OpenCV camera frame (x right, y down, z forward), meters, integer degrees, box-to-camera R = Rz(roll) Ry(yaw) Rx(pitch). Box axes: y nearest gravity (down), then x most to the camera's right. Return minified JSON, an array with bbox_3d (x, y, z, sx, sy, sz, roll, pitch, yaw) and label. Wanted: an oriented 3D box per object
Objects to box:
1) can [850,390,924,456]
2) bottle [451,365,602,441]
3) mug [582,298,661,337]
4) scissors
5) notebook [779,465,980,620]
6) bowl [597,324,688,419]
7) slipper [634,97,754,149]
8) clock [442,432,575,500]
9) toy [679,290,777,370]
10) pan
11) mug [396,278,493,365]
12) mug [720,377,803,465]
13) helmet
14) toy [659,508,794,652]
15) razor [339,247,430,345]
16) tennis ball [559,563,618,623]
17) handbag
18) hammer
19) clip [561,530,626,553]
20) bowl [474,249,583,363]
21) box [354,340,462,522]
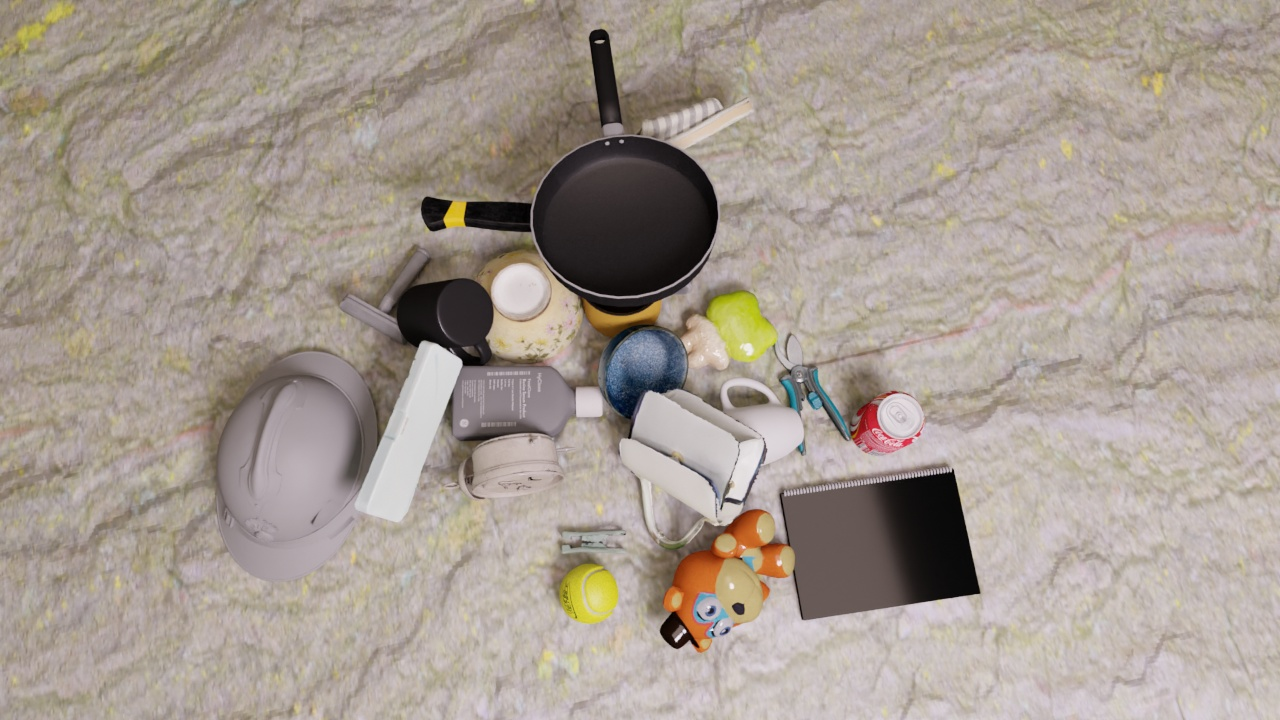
[{"bbox_3d":[0.283,0.072,1.051,0.064,0.105,0.064,0,77,-1],"label":"can"},{"bbox_3d":[-0.132,0.050,1.082,0.174,0.046,0.083,-1,77,-1],"label":"bottle"},{"bbox_3d":[-0.023,-0.095,1.091,0.100,0.094,0.123,-5,72,-2],"label":"mug"},{"bbox_3d":[0.200,0.047,1.101,0.156,0.019,0.124,31,77,8],"label":"scissors"},{"bbox_3d":[0.276,0.210,1.066,0.206,0.016,0.149,-8,78,-2],"label":"notebook"},{"bbox_3d":[-0.006,0.006,1.078,0.114,0.061,0.114,-13,116,-28],"label":"bowl"},{"bbox_3d":[0.007,-0.264,1.123,0.273,0.114,0.054,-25,98,2],"label":"slipper"},{"bbox_3d":[-0.160,0.121,1.048,0.157,0.103,0.061,-18,69,21],"label":"clock"},{"bbox_3d":[0.099,-0.030,1.105,0.117,0.043,0.092,-30,81,-4],"label":"toy"},{"bbox_3d":[-0.026,-0.221,1.030,0.204,0.044,0.355,-8,67,-1],"label":"pan"},{"bbox_3d":[-0.219,-0.040,1.076,0.078,0.088,0.113,-49,121,-34],"label":"mug"},{"bbox_3d":[0.135,0.069,1.068,0.089,0.071,0.107,-12,80,-14],"label":"mug"},{"bbox_3d":[-0.405,0.112,1.029,0.183,0.118,0.271,10,79,2],"label":"helmet"},{"bbox_3d":[0.091,0.247,1.016,0.176,0.096,0.112,-38,121,-6],"label":"toy"},{"bbox_3d":[-0.295,-0.088,1.118,0.088,0.047,0.116,28,71,6],"label":"razor"},{"bbox_3d":[-0.057,0.260,1.025,0.065,0.065,0.065,0,77,-1],"label":"tennis ball"},{"bbox_3d":[0.043,0.134,1.025,0.151,0.073,0.176,30,112,36],"label":"handbag"},{"bbox_3d":[-0.090,-0.165,1.049,0.324,0.034,0.169,3,69,3],"label":"hammer"},{"bbox_3d":[-0.054,0.210,1.059,0.076,0.023,0.042,-1,79,1],"label":"clip"},{"bbox_3d":[-0.141,-0.074,1.102,0.145,0.063,0.145,0,77,0],"label":"bowl"},{"bbox_3d":[-0.266,0.080,1.035,0.074,0.126,0.197,25,76,-24],"label":"box"}]
